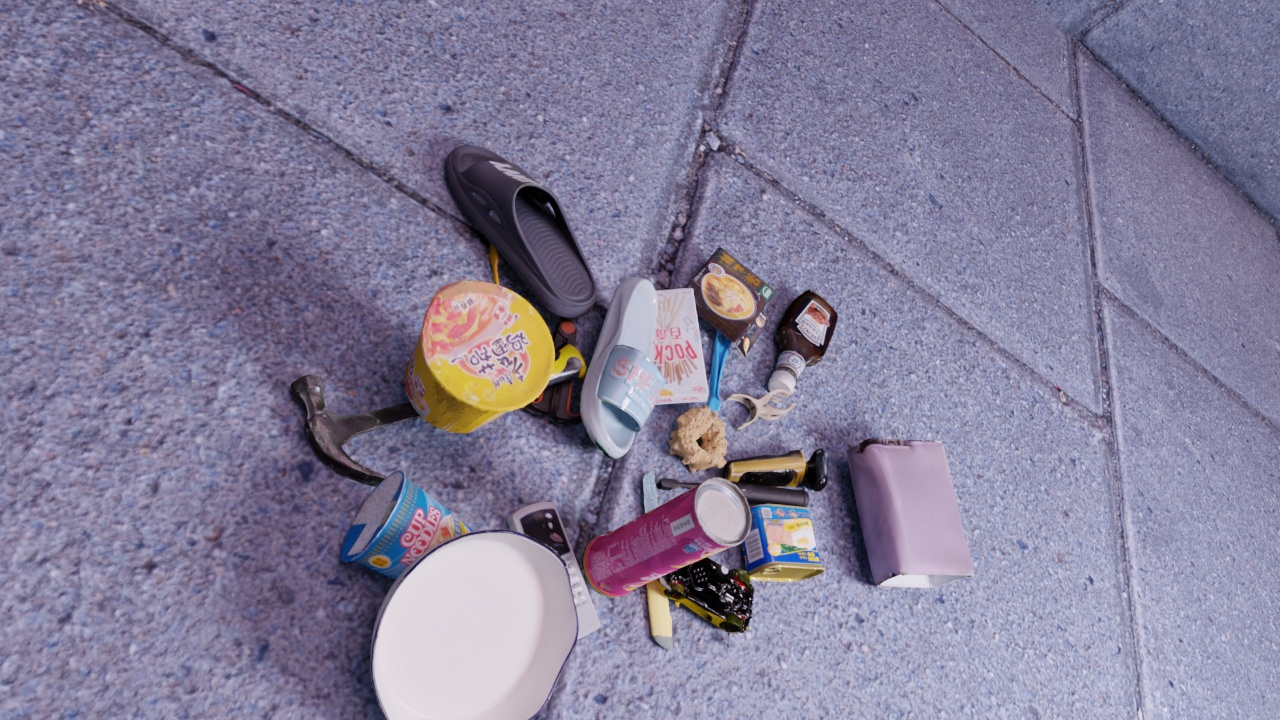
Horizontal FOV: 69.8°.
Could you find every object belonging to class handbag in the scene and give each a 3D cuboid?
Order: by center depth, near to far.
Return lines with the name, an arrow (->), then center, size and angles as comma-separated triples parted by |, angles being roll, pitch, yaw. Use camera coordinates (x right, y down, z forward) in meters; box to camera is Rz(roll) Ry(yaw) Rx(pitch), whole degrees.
handbag -> 0.367, 0.213, 1.277 | 0.144, 0.099, 0.196 | 11, 60, -34

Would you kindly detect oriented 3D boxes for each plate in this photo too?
plate -> -0.154, 0.253, 0.848 | 0.204, 0.046, 0.205 | -5, 98, -35

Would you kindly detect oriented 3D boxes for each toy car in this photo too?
toy car -> 0.073, 0.261, 1.068 | 0.156, 0.041, 0.071 | 34, 49, -23

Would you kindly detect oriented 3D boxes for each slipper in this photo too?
slipper -> -0.007, 0.006, 1.103 | 0.104, 0.074, 0.244 | 54, 41, -50
slipper -> -0.131, -0.177, 1.128 | 0.110, 0.084, 0.268 | -23, 73, -48

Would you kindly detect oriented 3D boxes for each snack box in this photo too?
snack box -> 0.036, -0.019, 1.188 | 0.084, 0.027, 0.156 | -4, 63, -5
snack box -> 0.129, -0.084, 1.293 | 0.125, 0.053, 0.113 | 37, 41, 1

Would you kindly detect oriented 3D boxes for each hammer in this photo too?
hammer -> -0.196, 0.042, 0.987 | 0.322, 0.032, 0.126 | -16, 77, -36

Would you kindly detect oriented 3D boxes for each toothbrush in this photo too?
toothbrush -> -0.164, -0.058, 1.095 | 0.018, 0.016, 0.191 | 13, 57, -41
toothbrush -> 0.117, 0.165, 1.152 | 0.212, 0.027, 0.026 | 9, 59, -23

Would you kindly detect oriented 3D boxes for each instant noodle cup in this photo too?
instant noodle cup -> -0.211, 0.174, 0.879 | 0.110, 0.099, 0.099 | 37, 48, -24
instant noodle cup -> -0.171, 0.005, 0.929 | 0.138, 0.110, 0.137 | 13, 61, -26

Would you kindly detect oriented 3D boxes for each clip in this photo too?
clip -> 0.167, 0.065, 1.259 | 0.100, 0.035, 0.071 | -5, 69, -33

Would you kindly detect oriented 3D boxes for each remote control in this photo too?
remote control -> -0.093, 0.225, 0.980 | 0.058, 0.021, 0.150 | -12, 73, -40

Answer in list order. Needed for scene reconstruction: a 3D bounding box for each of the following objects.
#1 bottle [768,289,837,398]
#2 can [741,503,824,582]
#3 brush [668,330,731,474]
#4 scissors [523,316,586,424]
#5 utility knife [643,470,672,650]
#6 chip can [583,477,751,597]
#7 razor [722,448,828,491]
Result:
bottle -> 0.234, -0.022, 1.351 | 0.080, 0.044, 0.194 | 41, 49, -10
can -> 0.174, 0.229, 1.153 | 0.102, 0.057, 0.083 | 11, 56, -32
brush -> 0.094, 0.045, 1.217 | 0.083, 0.046, 0.253 | 30, 47, -14
scissors -> -0.081, -0.020, 1.125 | 0.142, 0.022, 0.234 | 37, 51, -5
utility knife -> 0.019, 0.227, 1.064 | 0.031, 0.022, 0.210 | 14, 64, -34
chip can -> 0.024, 0.188, 0.957 | 0.071, 0.211, 0.071 | 18, 56, -29
razor -> 0.179, 0.148, 1.206 | 0.167, 0.062, 0.067 | 2, 30, -30
